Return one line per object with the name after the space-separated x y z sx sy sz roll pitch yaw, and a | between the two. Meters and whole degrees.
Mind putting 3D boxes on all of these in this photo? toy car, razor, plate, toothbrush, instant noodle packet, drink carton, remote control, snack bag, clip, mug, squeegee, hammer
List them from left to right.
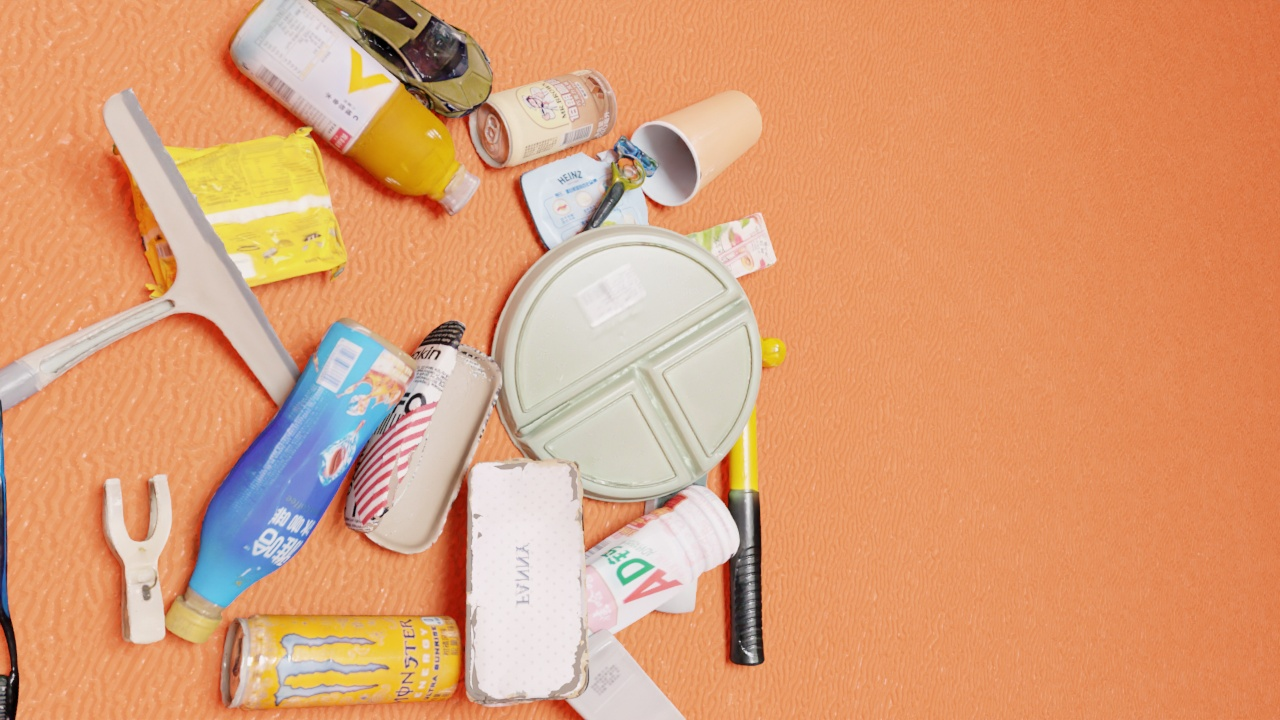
-0.359 0.114 0.512 0.016 0.014 0.189 -1 95 -23 | toothbrush
-0.349 0.007 0.537 0.246 0.039 0.247 -36 128 -23 | squeegee
-0.303 0.120 0.557 0.034 0.072 0.100 -4 79 -37 | clip
-0.271 -0.097 0.613 0.128 0.044 0.111 -16 93 -34 | instant noodle packet
-0.182 -0.244 0.688 0.158 0.042 0.070 32 64 -10 | toy car
-0.031 -0.126 0.760 0.042 0.022 0.142 36 68 -14 | razor
-0.023 -0.088 0.789 0.110 0.039 0.191 -28 97 -22 | snack bag
-0.013 0.269 0.715 0.058 0.021 0.150 -41 124 -14 | remote control
-0.004 0.004 0.742 0.230 0.027 0.230 -1 95 -17 | plate
0.028 0.149 0.796 0.056 0.019 0.135 17 73 -32 | remote control
0.056 -0.202 0.847 0.122 0.078 0.078 -40 105 -39 | mug
0.077 -0.098 0.837 0.122 0.046 0.053 -26 97 -53 | drink carton
0.092 0.119 0.828 0.128 0.033 0.300 5 82 -51 | hammer

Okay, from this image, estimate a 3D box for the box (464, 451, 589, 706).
-0.082 0.151 0.659 0.090 0.062 0.184 0 67 -3 | box

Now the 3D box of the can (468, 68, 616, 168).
-0.078 -0.200 0.757 0.116 0.059 0.058 -28 98 -35 | can

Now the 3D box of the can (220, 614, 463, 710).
-0.194 0.198 0.607 0.145 0.058 0.058 11 76 -34 | can

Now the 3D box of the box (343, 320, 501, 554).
-0.148 0.056 0.656 0.086 0.076 0.162 33 63 -35 | box

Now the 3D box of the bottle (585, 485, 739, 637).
-0.015 0.173 0.722 0.196 0.068 0.068 -29 99 -22 | bottle

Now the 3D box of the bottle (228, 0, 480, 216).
-0.199 -0.179 0.662 0.189 0.068 0.067 40 62 -23 | bottle

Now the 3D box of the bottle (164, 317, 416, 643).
-0.227 0.077 0.590 0.065 0.065 0.218 36 78 -25 | bottle
